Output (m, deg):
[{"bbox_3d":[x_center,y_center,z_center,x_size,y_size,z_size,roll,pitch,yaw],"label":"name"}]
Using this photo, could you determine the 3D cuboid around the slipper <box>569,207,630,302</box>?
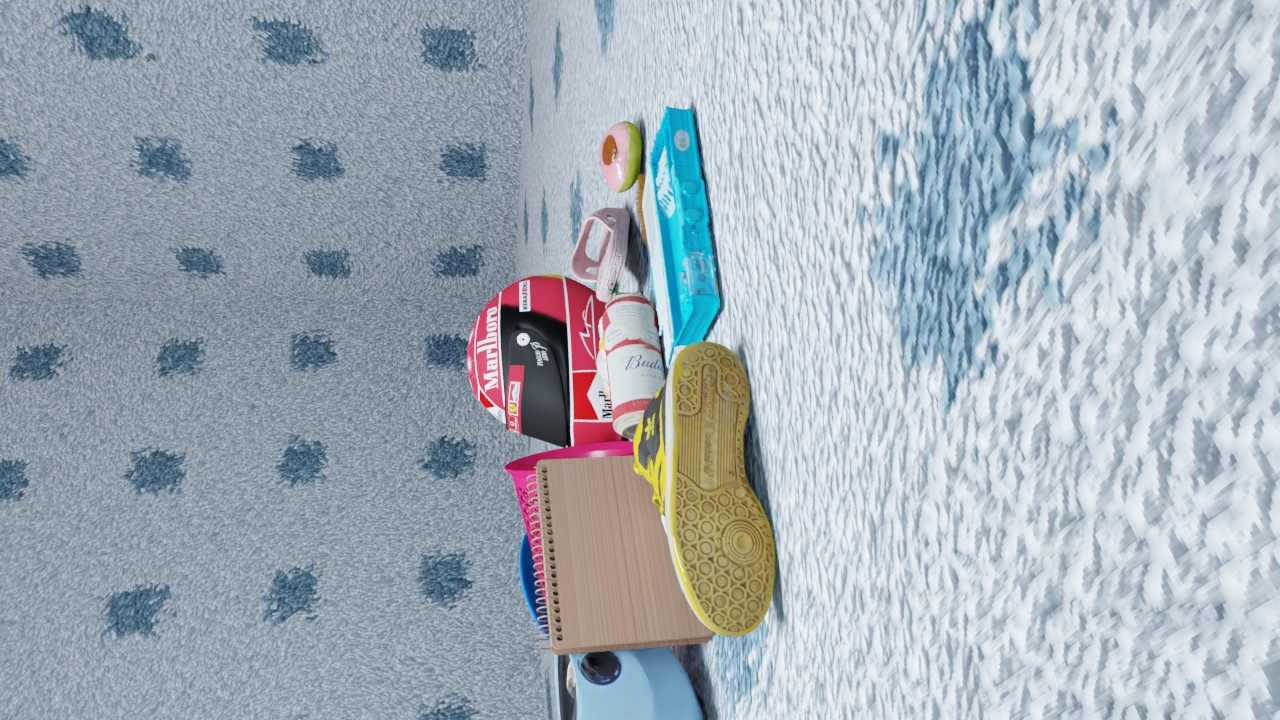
[{"bbox_3d":[-0.056,-0.150,1.226,0.239,0.064,0.094,-96,23,-66],"label":"slipper"}]

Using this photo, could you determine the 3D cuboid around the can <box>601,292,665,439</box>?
[{"bbox_3d":[-0.006,0.006,1.081,0.067,0.067,0.170,108,158,-60],"label":"can"}]

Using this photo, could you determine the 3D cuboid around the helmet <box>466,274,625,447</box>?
[{"bbox_3d":[-0.143,0.006,1.362,0.198,0.224,0.270,108,160,-71],"label":"helmet"}]

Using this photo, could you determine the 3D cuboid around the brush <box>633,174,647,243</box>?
[{"bbox_3d":[0.011,-0.167,1.094,0.048,0.017,0.126,101,163,-49],"label":"brush"}]

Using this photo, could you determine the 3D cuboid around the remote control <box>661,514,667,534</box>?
[{"bbox_3d":[0.050,0.165,0.891,0.138,0.025,0.060,-114,42,-64],"label":"remote control"}]

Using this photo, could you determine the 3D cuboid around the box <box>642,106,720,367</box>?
[{"bbox_3d":[0.032,-0.115,0.945,0.182,0.039,0.226,111,155,-65],"label":"box"}]

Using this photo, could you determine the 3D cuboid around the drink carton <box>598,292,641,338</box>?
[{"bbox_3d":[-0.027,-0.057,1.241,0.129,0.044,0.038,129,139,-71],"label":"drink carton"}]

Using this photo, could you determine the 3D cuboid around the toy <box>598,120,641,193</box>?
[{"bbox_3d":[-0.027,-0.264,1.189,0.110,0.051,0.090,-128,39,-73],"label":"toy"}]

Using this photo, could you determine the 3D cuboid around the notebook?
[{"bbox_3d":[-0.026,0.192,0.942,0.022,0.169,0.210,101,163,-50],"label":"notebook"}]

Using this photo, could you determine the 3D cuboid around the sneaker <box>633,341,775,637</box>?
[{"bbox_3d":[0.047,0.114,0.771,0.122,0.086,0.238,124,147,-62],"label":"sneaker"}]

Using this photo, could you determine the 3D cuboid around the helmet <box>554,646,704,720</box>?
[{"bbox_3d":[-0.021,0.380,0.940,0.265,0.166,0.226,-110,21,-43],"label":"helmet"}]

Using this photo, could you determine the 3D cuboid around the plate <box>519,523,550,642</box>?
[{"bbox_3d":[-0.102,0.332,1.323,0.024,0.224,0.224,-31,48,25],"label":"plate"}]

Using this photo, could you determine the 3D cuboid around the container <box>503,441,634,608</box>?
[{"bbox_3d":[-0.072,0.236,1.217,0.183,0.183,0.226,-173,74,-79],"label":"container"}]

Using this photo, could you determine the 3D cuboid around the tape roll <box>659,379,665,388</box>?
[{"bbox_3d":[0.041,0.066,0.944,0.094,0.030,0.093,178,91,-79],"label":"tape roll"}]

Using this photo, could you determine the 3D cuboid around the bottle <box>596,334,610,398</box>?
[{"bbox_3d":[-0.027,0.006,1.194,0.109,0.063,0.063,102,163,-51],"label":"bottle"}]
